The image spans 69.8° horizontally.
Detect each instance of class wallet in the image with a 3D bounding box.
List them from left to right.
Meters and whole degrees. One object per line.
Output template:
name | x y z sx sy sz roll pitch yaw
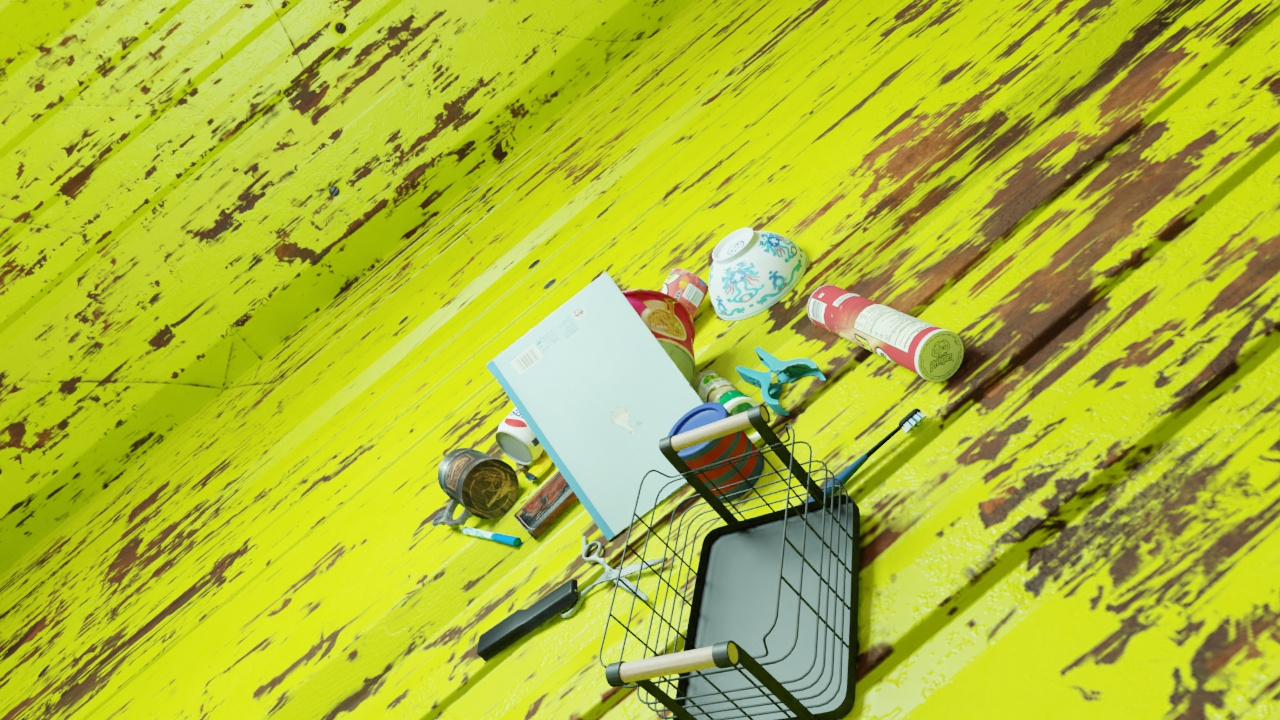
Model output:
wallet | -0.100 0.166 1.148 0.123 0.019 0.072 -45 22 -11

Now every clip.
clip | 0.143 0.034 1.035 0.130 0.031 0.121 -1 49 52

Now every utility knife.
utility knife | -0.096 0.104 1.247 0.164 0.017 0.030 -49 32 -17

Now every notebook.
notebook | -0.039 0.049 1.044 0.181 0.253 0.009 -37 -13 4

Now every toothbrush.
toothbrush | -0.182 0.128 1.326 0.016 0.016 0.167 -41 24 -3
toothbrush | 0.199 0.102 0.857 0.168 0.014 0.014 -41 59 2

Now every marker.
marker | -0.195 0.227 1.185 0.142 0.013 0.013 -4 43 51

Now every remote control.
remote control | -0.122 0.278 0.990 0.137 0.015 0.032 -37 25 17

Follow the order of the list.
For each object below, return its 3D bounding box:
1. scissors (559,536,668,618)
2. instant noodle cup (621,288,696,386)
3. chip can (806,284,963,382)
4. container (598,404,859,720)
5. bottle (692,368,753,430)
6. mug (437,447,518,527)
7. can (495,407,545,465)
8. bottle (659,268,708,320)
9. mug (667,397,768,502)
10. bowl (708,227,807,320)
scissors | -0.032 0.220 0.977 0.142 0.014 0.161 -36 25 14
instant noodle cup | -0.007 0.007 1.128 0.179 0.178 0.077 -34 42 11
chip can | 0.250 -0.034 0.968 0.052 0.052 0.215 -41 25 -4
container | 0.075 0.176 0.755 0.163 0.130 0.240 -22 34 32
bottle | 0.096 0.044 1.060 0.043 0.043 0.111 -41 25 -3
mug | -0.230 0.180 1.244 0.107 0.080 0.115 10 73 59
can | -0.136 0.076 1.266 0.070 0.070 0.131 -8 34 48
bottle | 0.038 -0.056 1.270 0.062 0.062 0.137 11 69 58
mug | 0.089 0.083 0.964 0.111 0.076 0.075 -49 27 -18
bowl | 0.143 -0.130 1.237 0.144 0.074 0.143 -31 27 17
